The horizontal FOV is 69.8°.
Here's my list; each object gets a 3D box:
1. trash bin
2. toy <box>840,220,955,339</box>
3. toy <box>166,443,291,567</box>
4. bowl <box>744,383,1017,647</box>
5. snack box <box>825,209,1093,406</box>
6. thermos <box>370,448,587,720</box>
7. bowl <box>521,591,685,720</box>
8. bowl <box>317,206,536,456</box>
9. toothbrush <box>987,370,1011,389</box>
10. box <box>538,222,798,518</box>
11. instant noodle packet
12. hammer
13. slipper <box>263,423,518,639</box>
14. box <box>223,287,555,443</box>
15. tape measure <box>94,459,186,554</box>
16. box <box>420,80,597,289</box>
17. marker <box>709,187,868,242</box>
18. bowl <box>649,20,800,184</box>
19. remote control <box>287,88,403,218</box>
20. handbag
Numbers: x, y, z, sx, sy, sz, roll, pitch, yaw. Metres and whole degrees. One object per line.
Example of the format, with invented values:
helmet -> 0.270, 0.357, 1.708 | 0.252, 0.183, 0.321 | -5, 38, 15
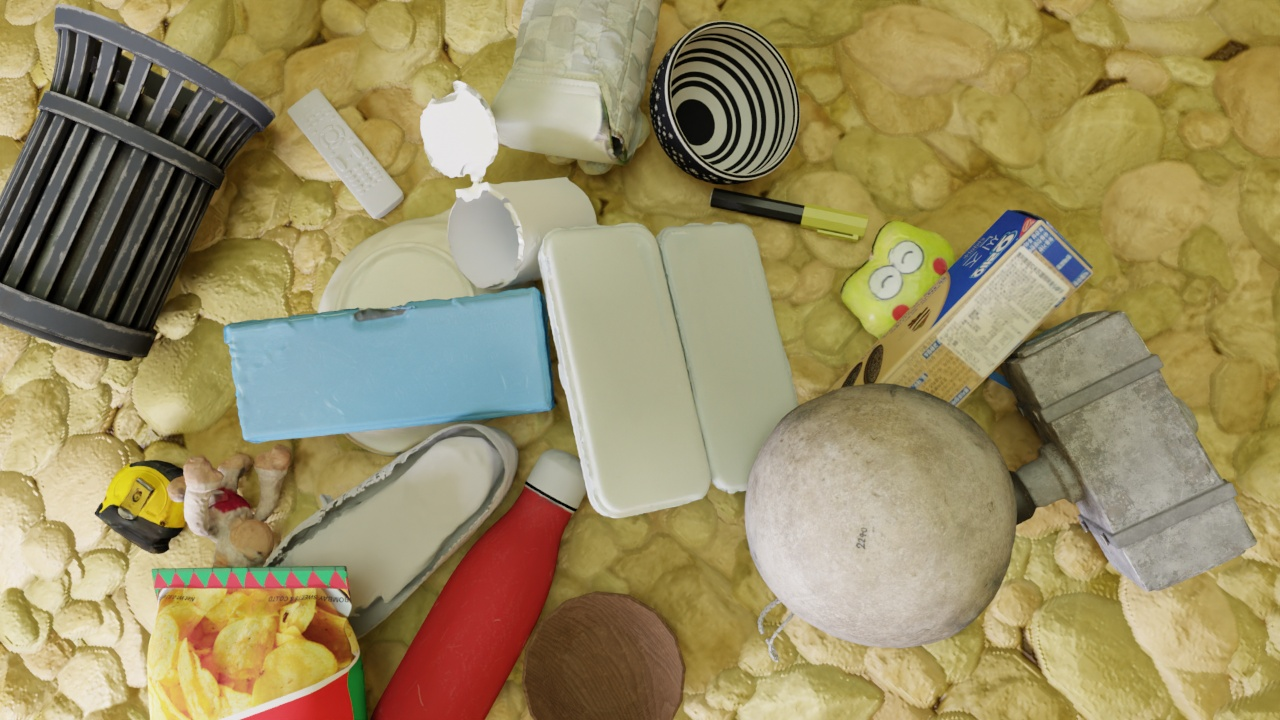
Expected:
trash bin -> -0.414, -0.128, 0.717 | 0.164, 0.164, 0.227 | 22, 86, 10
toy -> 0.214, -0.047, 0.688 | 0.115, 0.046, 0.092 | 36, 87, 3
toy -> -0.313, 0.122, 0.699 | 0.074, 0.085, 0.106 | -10, 88, 26
bowl -> 0.148, 0.103, 0.587 | 0.179, 0.081, 0.178 | 0, 89, 18
snack box -> 0.212, -0.010, 0.644 | 0.056, 0.057, 0.207 | 40, 102, -11
thermos -> -0.107, 0.175, 0.667 | 0.073, 0.073, 0.239 | 28, 83, 10
bowl -> -0.026, 0.226, 0.667 | 0.118, 0.030, 0.117 | 0, 83, 1
bowl -> -0.176, -0.032, 0.720 | 0.188, 0.060, 0.219 | 26, 84, 10
toothbrush -> 0.322, 0.050, 0.672 | 0.166, 0.016, 0.014 | 31, 87, 11
box -> 0.029, -0.001, 0.661 | 0.188, 0.037, 0.208 | -6, 79, -24
instant noodle packet -> -0.265, 0.270, 0.640 | 0.196, 0.090, 0.252 | -7, 89, 27
hammer -> 0.222, 0.111, 0.640 | 0.327, 0.079, 0.177 | -29, 85, 10
slipper -> -0.192, 0.129, 0.684 | 0.247, 0.074, 0.112 | -39, 72, 9
box -> -0.178, 0.003, 0.668 | 0.231, 0.052, 0.093 | -7, 95, 5
tape measure -> -0.391, 0.111, 0.728 | 0.065, 0.037, 0.064 | 31, 85, 11
box -> -0.095, -0.132, 0.687 | 0.080, 0.106, 0.150 | -4, 103, 34
marker -> 0.116, -0.116, 0.725 | 0.124, 0.017, 0.021 | 13, 81, 10
bowl -> 0.056, -0.193, 0.715 | 0.120, 0.066, 0.120 | 1, 87, -27
remote control -> -0.250, -0.175, 0.778 | 0.033, 0.012, 0.131 | -40, 78, -4
handbag -> -0.039, -0.237, 0.714 | 0.113, 0.123, 0.171 | 11, 85, 17
